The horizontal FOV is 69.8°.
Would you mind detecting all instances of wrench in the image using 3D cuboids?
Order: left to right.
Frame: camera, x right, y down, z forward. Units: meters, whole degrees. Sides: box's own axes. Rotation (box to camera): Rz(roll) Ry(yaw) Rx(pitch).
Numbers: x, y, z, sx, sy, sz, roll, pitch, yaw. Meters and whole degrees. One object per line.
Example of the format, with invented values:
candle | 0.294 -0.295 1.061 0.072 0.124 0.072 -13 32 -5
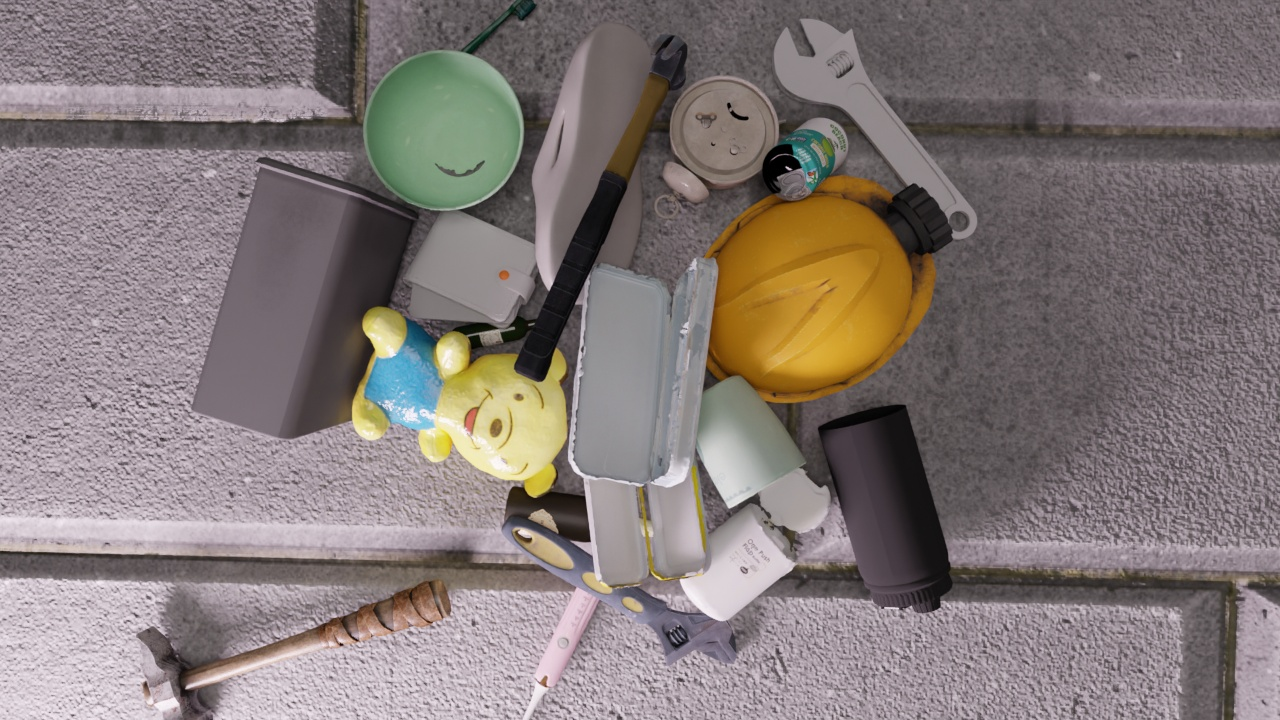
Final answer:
wrench | -0.017 0.229 0.899 0.273 0.022 0.073 35 96 -11
wrench | 0.232 -0.223 0.911 0.087 0.018 0.273 -38 91 2

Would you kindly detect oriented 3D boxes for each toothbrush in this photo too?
toothbrush | -0.179 -0.300 0.919 0.190 0.016 0.017 -41 94 2
toothbrush | -0.082 0.295 0.923 0.027 0.026 0.222 26 91 12

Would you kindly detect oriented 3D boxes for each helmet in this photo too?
helmet | 0.168 -0.067 0.859 0.255 0.131 0.205 -34 91 3

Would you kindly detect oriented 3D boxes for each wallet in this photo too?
wallet | -0.167 -0.078 0.898 0.118 0.037 0.115 24 75 4

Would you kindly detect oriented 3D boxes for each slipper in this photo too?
slipper | -0.056 -0.189 0.891 0.112 0.081 0.266 3 97 -43

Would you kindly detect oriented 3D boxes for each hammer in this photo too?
hammer | -0.347 0.286 0.923 0.319 0.049 0.121 -18 88 0
hammer | -0.033 -0.137 0.816 0.025 0.118 0.333 24 86 4

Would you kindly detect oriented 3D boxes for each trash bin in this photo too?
trash bin | -0.300 -0.054 0.841 0.097 0.191 0.220 17 93 1

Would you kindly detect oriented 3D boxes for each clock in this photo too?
clock | 0.065 -0.201 0.894 0.103 0.061 0.156 37 84 0

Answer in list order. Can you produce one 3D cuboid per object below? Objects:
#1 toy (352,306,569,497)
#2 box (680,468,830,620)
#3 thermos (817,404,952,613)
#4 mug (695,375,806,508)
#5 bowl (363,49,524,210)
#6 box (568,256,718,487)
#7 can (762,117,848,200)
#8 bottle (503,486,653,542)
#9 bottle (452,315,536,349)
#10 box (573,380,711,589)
toy | -0.168 0.036 0.889 0.214 0.083 0.149 17 113 -4
box | 0.115 0.174 0.892 0.166 0.092 0.083 -40 87 10
thermos | 0.240 0.150 0.883 0.086 0.086 0.198 -16 91 1
mug | 0.093 0.075 0.873 0.084 0.111 0.104 -31 79 -1
bowl | -0.183 -0.215 0.890 0.151 0.077 0.151 0 91 1
box | -0.011 0.006 0.832 0.127 0.106 0.214 10 72 -5
can | 0.158 -0.192 0.868 0.055 0.101 0.055 18 127 25
bottle | -0.040 0.160 0.910 0.184 0.045 0.045 8 91 1
bottle | -0.135 -0.031 0.919 0.106 0.025 0.025 -11 91 2
box | -0.001 0.108 0.881 0.117 0.057 0.209 -6 76 -7
